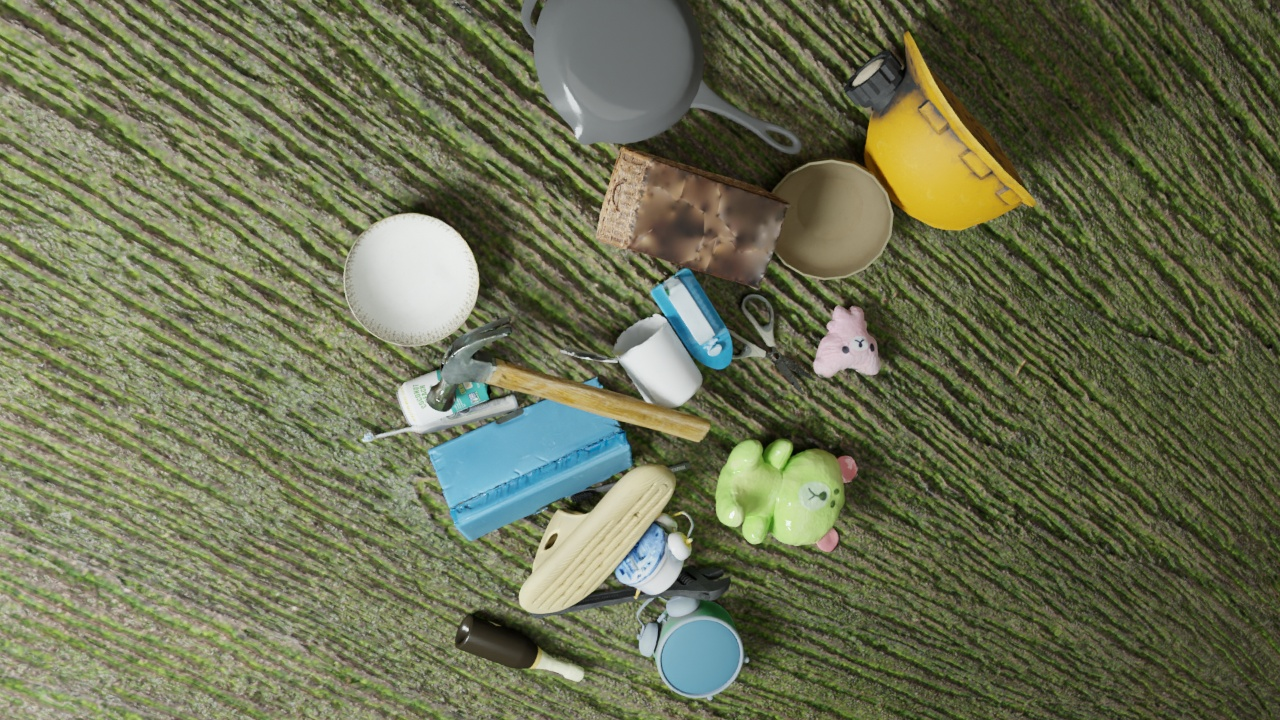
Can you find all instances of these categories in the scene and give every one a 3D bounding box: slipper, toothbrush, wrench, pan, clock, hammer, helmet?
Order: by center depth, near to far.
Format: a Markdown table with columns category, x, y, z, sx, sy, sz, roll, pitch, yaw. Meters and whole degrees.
| category | x | y | z | sx | sy | sz | roll | pitch | yaw |
| --- | --- | --- | --- | --- | --- | --- | --- | --- | --- |
| pan | 0.035 | -0.315 | 1.024 | 0.354 | 0.024 | 0.216 | 23 | 90 | -17 |
| hammer | -0.066 | 0.040 | 1.055 | 0.330 | 0.033 | 0.132 | 17 | 123 | -24 |
| helmet | 0.342 | -0.246 | 1.092 | 0.132 | 0.204 | 0.255 | -38 | 111 | 26 |
| toothbrush | -0.239 | 0.072 | 1.098 | 0.185 | 0.022 | 0.024 | -13 | 140 | -12 |
| slipper | -0.060 | 0.214 | 1.167 | 0.262 | 0.079 | 0.111 | -48 | 138 | 14 |
| clock | 0.022 | 0.248 | 1.199 | 0.052 | 0.089 | 0.125 | 39 | 95 | -29 |
| toothbrush | -0.013 | 0.158 | 1.200 | 0.167 | 0.013 | 0.013 | -14 | 111 | -14 |
| wrench | -0.012 | 0.314 | 1.228 | 0.273 | 0.073 | 0.018 | -8 | 110 | -8 |
| clock | 0.064 | 0.384 | 1.269 | 0.161 | 0.075 | 0.122 | 42 | 93 | -12 |

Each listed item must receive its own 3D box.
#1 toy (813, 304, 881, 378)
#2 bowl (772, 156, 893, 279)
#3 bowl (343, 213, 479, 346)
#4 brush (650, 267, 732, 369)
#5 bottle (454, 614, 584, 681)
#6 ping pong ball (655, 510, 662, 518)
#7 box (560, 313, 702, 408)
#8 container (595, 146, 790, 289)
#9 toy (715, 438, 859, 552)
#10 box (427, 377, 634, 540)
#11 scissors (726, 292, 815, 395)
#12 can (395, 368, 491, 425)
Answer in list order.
| category | x | y | z | sx | sy | sz | roll | pitch | yaw |
| --- | --- | --- | --- | --- | --- | --- | --- | --- | --- |
| toy | 0.272 | -0.025 | 1.204 | 0.099 | 0.053 | 0.096 | -1 | 95 | -20 |
| bowl | 0.230 | -0.178 | 1.120 | 0.152 | 0.050 | 0.152 | 7 | 121 | 11 |
| bowl | -0.254 | -0.094 | 1.014 | 0.145 | 0.063 | 0.145 | -5 | 109 | -16 |
| brush | 0.070 | -0.043 | 1.116 | 0.055 | 0.075 | 0.136 | -33 | 110 | 5 |
| bottle | -0.154 | 0.388 | 1.215 | 0.184 | 0.045 | 0.045 | 29 | 97 | -23 |
| ping pong ball | 0.010 | 0.189 | 1.201 | 0.040 | 0.040 | 0.040 | -5 | 109 | -15 |
| box | -0.009 | 0.006 | 1.106 | 0.136 | 0.084 | 0.147 | -37 | 113 | -13 |
| container | 0.060 | -0.163 | 1.060 | 0.198 | 0.112 | 0.114 | 12 | 104 | -19 |
| toy | 0.187 | 0.177 | 1.224 | 0.196 | 0.107 | 0.150 | 22 | 77 | -31 |
| box | -0.134 | 0.121 | 1.141 | 0.231 | 0.112 | 0.094 | -24 | 158 | -6 |
| scissors | 0.159 | -0.011 | 1.194 | 0.150 | 0.012 | 0.165 | -16 | 112 | -10 |
| can | -0.228 | 0.037 | 1.070 | 0.101 | 0.055 | 0.055 | -21 | 112 | -9 |
